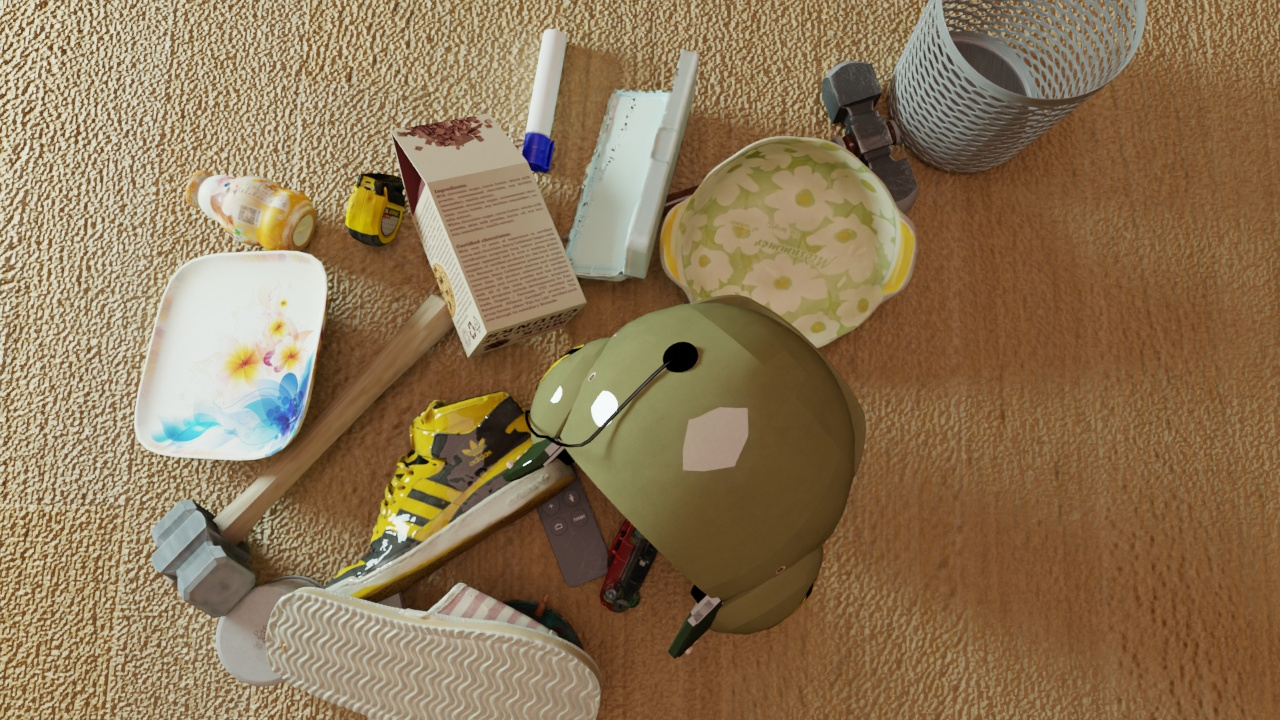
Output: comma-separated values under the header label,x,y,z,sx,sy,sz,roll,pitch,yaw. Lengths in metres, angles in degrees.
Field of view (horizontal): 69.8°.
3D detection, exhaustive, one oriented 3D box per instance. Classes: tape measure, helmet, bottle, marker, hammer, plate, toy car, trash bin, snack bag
label,x,y,z,sx,sy,sz,roll,pitch,yaw
tape measure,-0.241,-0.136,0.829,0.037,0.065,0.064,18,104,3
helmet,0.049,0.069,0.692,0.233,0.255,0.250,-44,85,-2
bottle,-0.352,-0.137,0.830,0.109,0.063,0.063,23,82,3
marker,-0.090,-0.245,0.867,0.027,0.023,0.133,12,81,-20
hammer,-0.279,0.067,0.792,0.322,0.051,0.117,-48,40,-14
plate,-0.355,-0.005,0.803,0.187,0.016,0.186,0,75,20
toy car,-0.008,0.174,0.796,0.036,0.042,0.091,13,73,31
trash bin,0.306,-0.259,0.789,0.156,0.183,0.156,0,81,0
snack bag,-0.139,-0.120,0.808,0.094,0.070,0.206,-19,81,-28
hammer,0.083,-0.163,0.850,0.322,0.043,0.156,-18,82,0

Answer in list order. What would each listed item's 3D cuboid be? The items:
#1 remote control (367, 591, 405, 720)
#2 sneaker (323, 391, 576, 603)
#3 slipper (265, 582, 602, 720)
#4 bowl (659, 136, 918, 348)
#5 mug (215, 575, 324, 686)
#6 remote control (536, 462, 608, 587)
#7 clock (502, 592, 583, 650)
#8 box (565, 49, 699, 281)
label,x,y,z,sx,sy,sz,roll,pitch,yaw
remote control,-0.224,0.250,0.799,0.050,0.011,0.135,-16,82,-2
sneaker,-0.184,0.112,0.777,0.238,0.086,0.122,-30,78,-6
slipper,-0.157,0.230,0.710,0.263,0.052,0.115,12,99,5
bowl,0.127,-0.104,0.805,0.219,0.060,0.189,4,113,1
mug,-0.317,0.220,0.774,0.113,0.070,0.084,32,83,3
remote control,-0.070,0.127,0.819,0.045,0.008,0.146,-22,82,-3
clock,-0.121,0.272,0.767,0.158,0.073,0.121,-29,77,11
box,-0.007,-0.169,0.807,0.122,0.078,0.197,2,68,34
